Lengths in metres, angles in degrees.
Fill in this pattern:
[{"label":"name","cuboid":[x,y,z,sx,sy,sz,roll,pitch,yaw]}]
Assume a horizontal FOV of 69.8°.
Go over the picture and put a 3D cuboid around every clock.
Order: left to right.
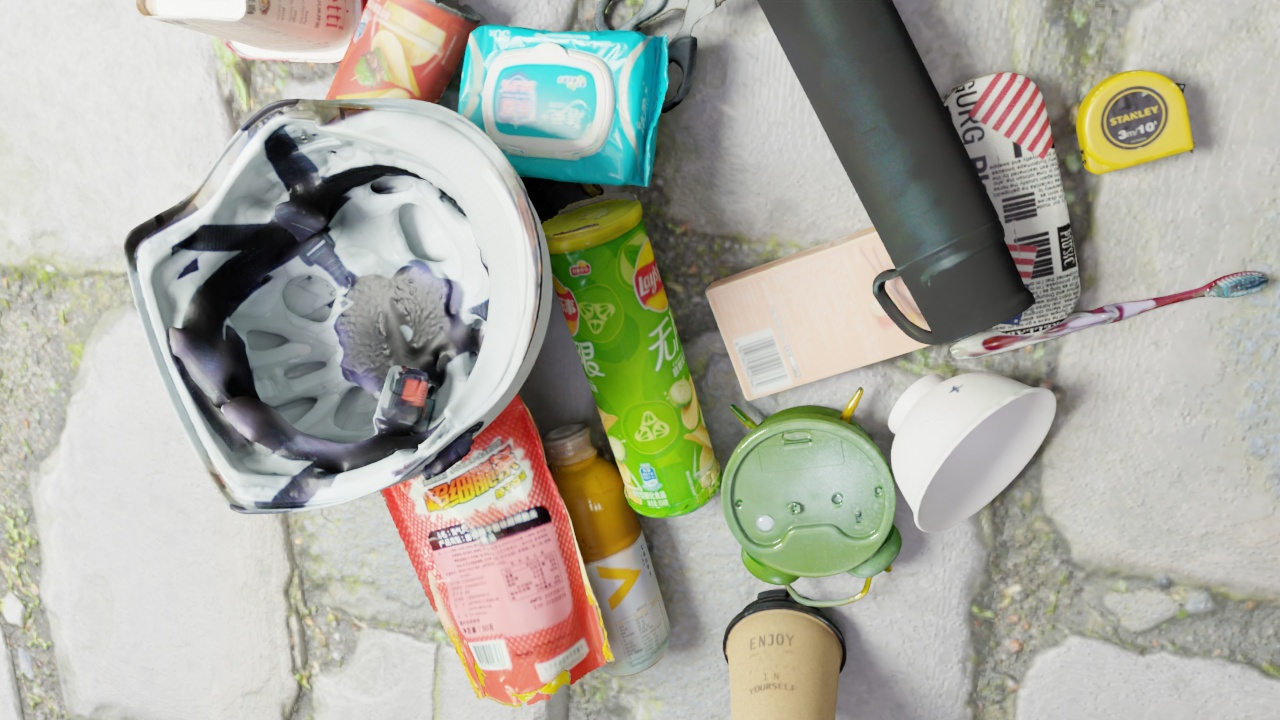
[{"label":"clock","cuboid":[0.121,0.103,0.645,0.116,0.056,0.161,-8,104,16]}]

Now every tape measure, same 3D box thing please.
[{"label":"tape measure","cuboid":[0.290,-0.142,0.545,0.060,0.028,0.057,-15,103,17]}]

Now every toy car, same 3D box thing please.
[{"label":"toy car","cuboid":[-0.070,-0.131,0.630,0.056,0.037,0.122,-40,87,14]}]

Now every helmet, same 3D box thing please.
[{"label":"helmet","cuboid":[-0.161,-0.031,0.566,0.259,0.145,0.229,-32,82,10]}]

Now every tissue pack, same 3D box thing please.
[{"label":"tissue pack","cuboid":[-0.047,-0.159,0.574,0.133,0.050,0.093,7,99,15]}]

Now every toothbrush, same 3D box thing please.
[{"label":"toothbrush","cuboid":[0.294,-0.027,0.585,0.188,0.017,0.016,-15,102,16]}]

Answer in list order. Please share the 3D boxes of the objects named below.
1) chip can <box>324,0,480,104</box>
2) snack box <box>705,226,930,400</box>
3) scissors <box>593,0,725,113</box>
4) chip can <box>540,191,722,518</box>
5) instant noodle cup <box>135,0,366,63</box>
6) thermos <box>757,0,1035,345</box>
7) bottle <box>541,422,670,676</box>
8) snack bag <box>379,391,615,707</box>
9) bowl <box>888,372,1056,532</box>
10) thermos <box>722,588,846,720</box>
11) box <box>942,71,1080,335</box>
[{"label":"chip can","cuboid":[-0.187,-0.156,0.631,0.073,0.073,0.217,34,111,1]},{"label":"snack box","cuboid":[0.131,-0.036,0.616,0.157,0.026,0.084,-18,101,17]},{"label":"scissors","cuboid":[0.038,-0.213,0.553,0.165,0.014,0.163,25,132,28]},{"label":"chip can","cuboid":[-0.004,0.004,0.617,0.073,0.072,0.221,-11,115,16]},{"label":"instant noodle cup","cuboid":[-0.251,-0.253,0.588,0.117,0.124,0.116,6,108,11]},{"label":"thermos","cuboid":[0.141,-0.125,0.546,0.090,0.068,0.242,-26,89,46]},{"label":"bottle","cuboid":[-0.030,0.140,0.685,0.068,0.067,0.189,-12,103,16]},{"label":"snack bag","cuboid":[-0.102,0.132,0.638,0.129,0.073,0.208,-19,96,11]},{"label":"bowl","cuboid":[0.202,0.047,0.597,0.064,0.118,0.118,47,117,38]},{"label":"thermos","cuboid":[0.101,0.242,0.652,0.093,0.143,0.093,5,120,8]},{"label":"box","cuboid":[0.228,-0.096,0.571,0.069,0.051,0.164,-8,104,29]}]
